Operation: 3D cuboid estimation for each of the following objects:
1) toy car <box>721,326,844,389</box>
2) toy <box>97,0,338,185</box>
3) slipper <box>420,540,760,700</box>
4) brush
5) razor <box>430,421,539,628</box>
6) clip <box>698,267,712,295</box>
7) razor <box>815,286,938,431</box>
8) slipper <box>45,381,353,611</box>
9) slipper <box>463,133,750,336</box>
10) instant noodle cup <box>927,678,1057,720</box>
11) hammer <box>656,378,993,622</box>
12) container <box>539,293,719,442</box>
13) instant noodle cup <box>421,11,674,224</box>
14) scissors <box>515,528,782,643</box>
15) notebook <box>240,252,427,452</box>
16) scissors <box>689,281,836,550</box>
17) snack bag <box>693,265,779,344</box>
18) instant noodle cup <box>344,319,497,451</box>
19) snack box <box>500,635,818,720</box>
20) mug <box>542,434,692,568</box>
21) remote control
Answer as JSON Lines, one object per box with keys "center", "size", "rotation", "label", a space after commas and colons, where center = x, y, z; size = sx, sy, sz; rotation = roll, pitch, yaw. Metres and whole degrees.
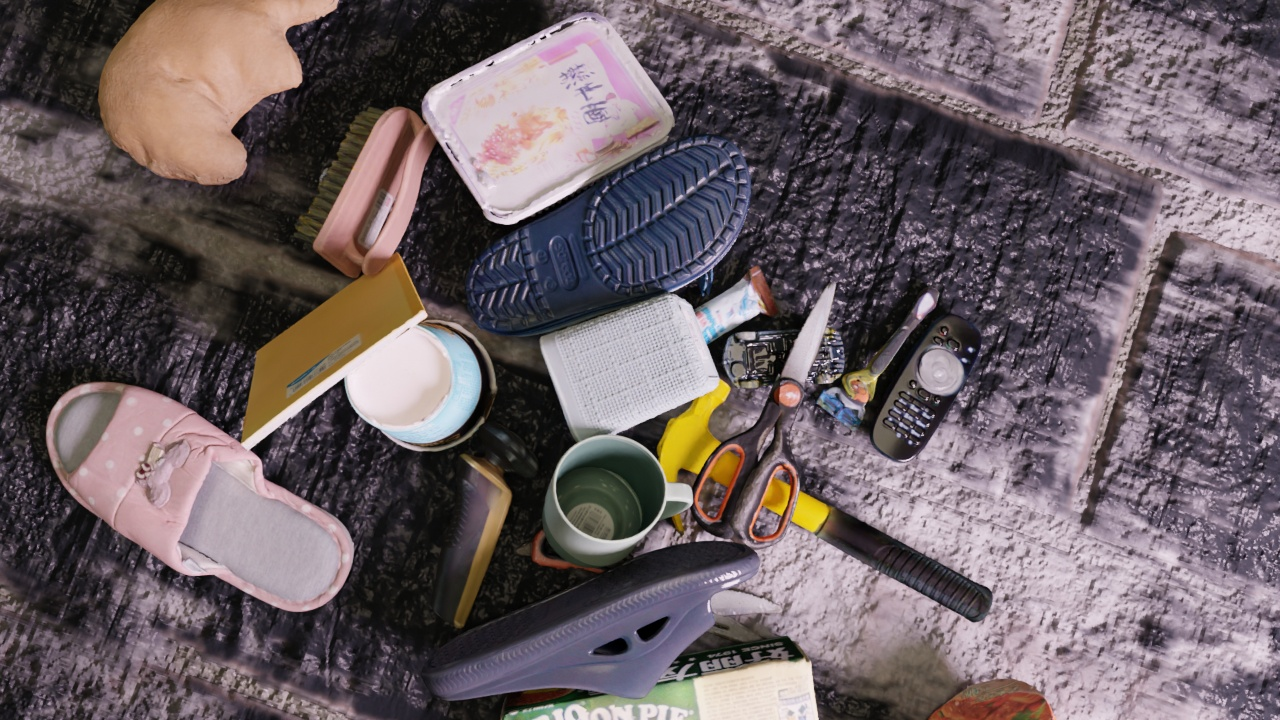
{"center": [0.118, -0.002, 0.768], "size": [0.105, 0.031, 0.049], "rotation": [-4, 86, -8], "label": "toy car"}
{"center": [-0.345, -0.253, 0.755], "size": [0.143, 0.082, 0.225], "rotation": [31, 82, -4], "label": "toy"}
{"center": [-0.030, 0.212, 0.696], "size": [0.268, 0.110, 0.083], "rotation": [-22, 92, 2], "label": "slipper"}
{"center": [-0.217, -0.142, 0.751], "size": [0.073, 0.063, 0.145], "rotation": [19, 78, 16], "label": "brush"}
{"center": [-0.129, 0.134, 0.742], "size": [0.067, 0.062, 0.167], "rotation": [17, 90, -32], "label": "razor"}
{"center": [0.055, -0.081, 0.770], "size": [0.028, 0.024, 0.056], "rotation": [0, 50, -4], "label": "clip"}
{"center": [0.209, -0.007, 0.777], "size": [0.042, 0.022, 0.142], "rotation": [40, 84, 0], "label": "razor"}
{"center": [-0.356, 0.109, 0.730], "size": [0.274, 0.054, 0.114], "rotation": [33, 85, 1], "label": "slipper"}
{"center": [-0.021, -0.087, 0.744], "size": [0.253, 0.095, 0.105], "rotation": [-25, 85, 14], "label": "slipper"}
{"center": [0.285, 0.337, 0.693], "size": [0.111, 0.151, 0.151], "rotation": [44, 85, -6], "label": "instant noodle cup"}
{"center": [0.149, 0.133, 0.757], "size": [0.301, 0.033, 0.128], "rotation": [28, 85, 1], "label": "hammer"}
{"center": [-0.004, 0.004, 0.722], "size": [0.111, 0.090, 0.090], "rotation": [-22, 85, 10], "label": "container"}
{"center": [-0.075, -0.190, 0.754], "size": [0.173, 0.060, 0.138], "rotation": [-30, 77, -11], "label": "instant noodle cup"}
{"center": [0.000, 0.203, 0.755], "size": [0.214, 0.015, 0.197], "rotation": [-33, 87, -5], "label": "scissors"}
{"center": [-0.229, -0.018, 0.681], "size": [0.146, 0.206, 0.010], "rotation": [-37, 115, -5], "label": "notebook"}
{"center": [0.100, 0.034, 0.738], "size": [0.125, 0.022, 0.234], "rotation": [4, 84, -1], "label": "scissors"}
{"center": [0.065, -0.037, 0.773], "size": [0.104, 0.026, 0.048], "rotation": [-27, 94, -4], "label": "snack bag"}
{"center": [-0.173, 0.016, 0.712], "size": [0.111, 0.120, 0.111], "rotation": [0, 85, -2], "label": "instant noodle cup"}
{"center": [0.019, 0.299, 0.718], "size": [0.240, 0.063, 0.114], "rotation": [-10, 91, -3], "label": "snack box"}
{"center": [-0.018, 0.112, 0.709], "size": [0.111, 0.107, 0.082], "rotation": [-1, 66, -12], "label": "mug"}
{"center": [0.239, 0.024, 0.774], "size": [0.053, 0.024, 0.136], "rotation": [33, 84, 3], "label": "remote control"}
